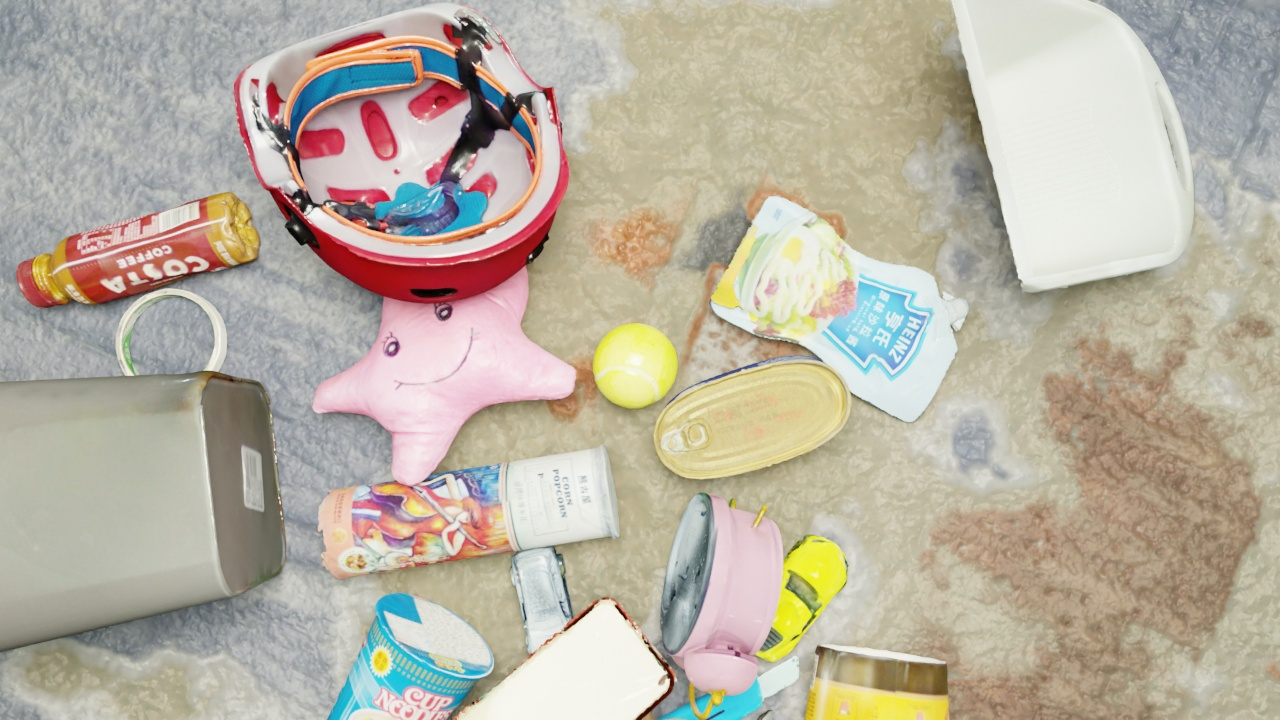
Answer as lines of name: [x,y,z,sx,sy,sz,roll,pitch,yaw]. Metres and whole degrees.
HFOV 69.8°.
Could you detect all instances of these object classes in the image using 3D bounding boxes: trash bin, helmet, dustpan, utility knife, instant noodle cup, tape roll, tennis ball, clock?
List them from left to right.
trash bin: [-0.388,0.100,0.650,0.219,0.199,0.199,-8,86,-7]
tape roll: [-0.378,-0.015,0.740,0.086,0.014,0.085,0,85,2]
instant noodle cup: [-0.177,0.246,0.677,0.099,0.099,0.110,31,94,4]
helmet: [-0.158,-0.128,0.669,0.206,0.144,0.240,-28,68,-19]
tennis ball: [-0.004,0.004,0.703,0.065,0.065,0.065,0,85,1]
utility knife: [0.045,0.275,0.701,0.179,0.018,0.034,-28,84,-2]
clock: [0.054,0.177,0.663,0.060,0.117,0.158,15,83,-9]
instant noodle cup: [0.167,0.267,0.654,0.118,0.118,0.114,6,77,2]
dustpan: [0.322,-0.164,0.650,0.143,0.257,0.222,-14,84,23]

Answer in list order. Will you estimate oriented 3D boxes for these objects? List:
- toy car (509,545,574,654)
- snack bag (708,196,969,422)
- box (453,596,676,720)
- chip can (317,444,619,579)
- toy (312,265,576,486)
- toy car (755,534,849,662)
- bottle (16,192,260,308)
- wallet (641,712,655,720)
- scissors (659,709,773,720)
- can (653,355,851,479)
toy car: [-0.074,0.187,0.705,0.043,0.034,0.090,-13,86,-3]
snack bag: [0.158,-0.041,0.718,0.191,0.039,0.110,29,84,2]
box: [-0.062,0.245,0.637,0.168,0.077,0.091,-38,75,-13]
chip can: [-0.127,0.115,0.694,0.215,0.071,0.071,-9,85,1]
toy: [-0.162,-0.005,0.703,0.194,0.075,0.178,-29,68,-3]
toy car: [0.118,0.181,0.701,0.048,0.032,0.105,40,85,5]
bottle: [-0.396,-0.083,0.724,0.175,0.057,0.057,-16,85,0]
wallet: [-0.032,0.280,0.683,0.090,0.033,0.115,-34,73,-6]
scissors: [0.050,0.336,0.653,0.170,0.019,0.179,11,72,-30]
can: [0.083,0.041,0.695,0.148,0.049,0.074,-19,94,7]
